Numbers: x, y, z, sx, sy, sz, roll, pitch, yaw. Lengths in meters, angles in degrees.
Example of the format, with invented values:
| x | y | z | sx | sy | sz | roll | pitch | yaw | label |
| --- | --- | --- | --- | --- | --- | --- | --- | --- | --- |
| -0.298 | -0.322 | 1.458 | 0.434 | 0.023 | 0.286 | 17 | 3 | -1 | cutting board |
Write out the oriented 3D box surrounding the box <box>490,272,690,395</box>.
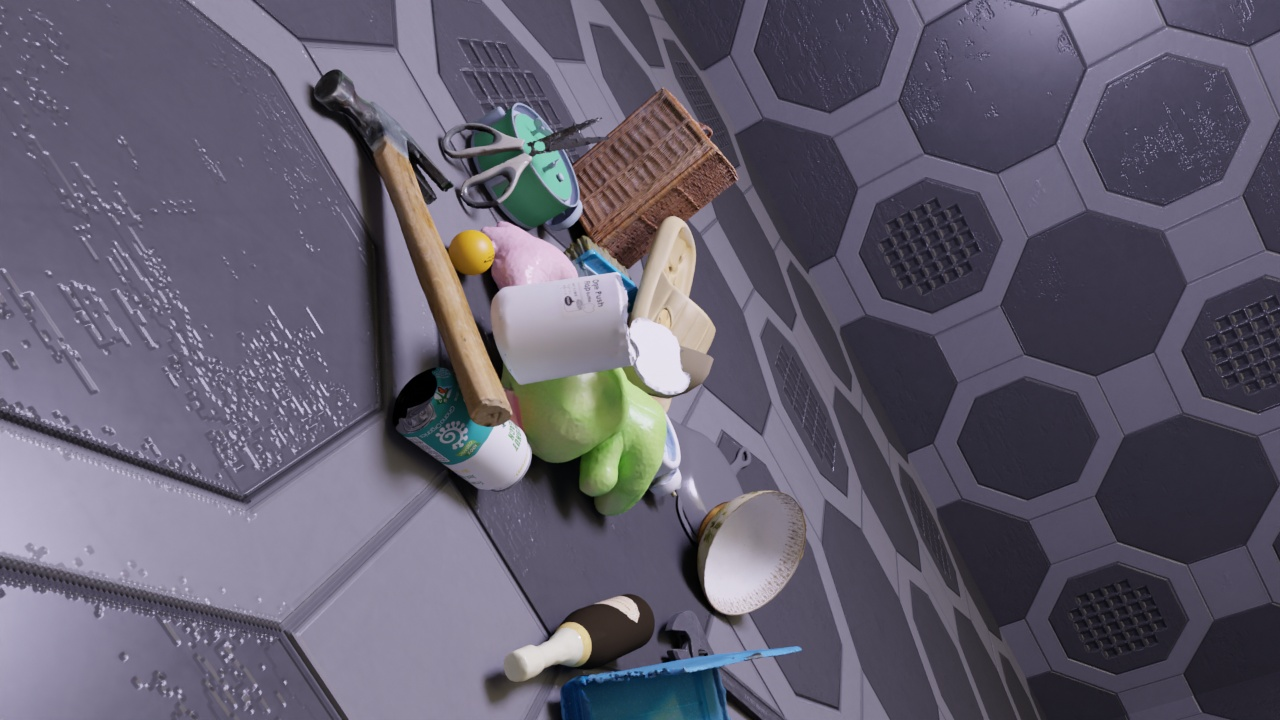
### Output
| x | y | z | sx | sy | sz | roll | pitch | yaw | label |
| --- | --- | --- | --- | --- | --- | --- | --- | --- | --- |
| -0.034 | -0.015 | 0.731 | 0.136 | 0.147 | 0.084 | 77 | 5 | -55 | box |

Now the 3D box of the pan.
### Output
| x | y | z | sx | sy | sz | roll | pitch | yaw | label |
| --- | --- | --- | --- | --- | --- | --- | --- | --- | --- |
| 0.111 | 0.156 | 1.179 | 0.216 | 0.024 | 0.353 | 64 | 19 | 1 | pan |

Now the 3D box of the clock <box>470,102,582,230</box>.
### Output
| x | y | z | sx | sy | sz | roll | pitch | yaw | label |
| --- | --- | --- | --- | --- | --- | --- | --- | --- | --- |
| -0.110 | -0.204 | 0.999 | 0.161 | 0.075 | 0.121 | 26 | 42 | -61 | clock |

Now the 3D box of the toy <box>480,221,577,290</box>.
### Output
| x | y | z | sx | sy | sz | roll | pitch | yaw | label |
| --- | --- | --- | --- | --- | --- | --- | --- | --- | --- |
| -0.115 | -0.096 | 0.883 | 0.096 | 0.053 | 0.098 | 47 | 37 | 10 | toy |

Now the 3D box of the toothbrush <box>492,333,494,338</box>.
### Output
| x | y | z | sx | sy | sz | roll | pitch | yaw | label |
| --- | --- | --- | --- | --- | --- | --- | --- | --- | --- |
| -0.099 | -0.054 | 0.900 | 0.185 | 0.022 | 0.024 | -54 | 145 | -63 | toothbrush |

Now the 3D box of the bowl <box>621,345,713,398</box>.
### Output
| x | y | z | sx | sy | sz | roll | pitch | yaw | label |
| --- | --- | --- | --- | --- | --- | --- | --- | --- | --- |
| -0.006 | 0.005 | 0.934 | 0.152 | 0.152 | 0.050 | 20 | 82 | -63 | bowl |

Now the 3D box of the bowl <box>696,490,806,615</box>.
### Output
| x | y | z | sx | sy | sz | roll | pitch | yaw | label |
| --- | --- | --- | --- | --- | --- | --- | --- | --- | --- |
| 0.108 | 0.200 | 1.010 | 0.063 | 0.145 | 0.145 | 27 | -16 | 51 | bowl |

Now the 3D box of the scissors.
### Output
| x | y | z | sx | sy | sz | roll | pitch | yaw | label |
| --- | --- | --- | --- | --- | --- | --- | --- | --- | --- |
| -0.114 | -0.199 | 0.906 | 0.013 | 0.165 | 0.150 | 113 | -8 | -72 | scissors |

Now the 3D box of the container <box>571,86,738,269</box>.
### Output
| x | y | z | sx | sy | sz | roll | pitch | yaw | label |
| --- | --- | --- | --- | --- | --- | --- | --- | --- | --- |
| 0.007 | -0.224 | 1.139 | 0.112 | 0.199 | 0.113 | 57 | 13 | 17 | container |

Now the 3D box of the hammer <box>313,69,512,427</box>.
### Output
| x | y | z | sx | sy | sz | roll | pitch | yaw | label |
| --- | --- | --- | --- | --- | --- | --- | --- | --- | --- |
| -0.162 | -0.085 | 0.700 | 0.132 | 0.033 | 0.330 | 42 | 17 | -55 | hammer |

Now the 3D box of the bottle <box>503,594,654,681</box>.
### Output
| x | y | z | sx | sy | sz | roll | pitch | yaw | label |
| --- | --- | --- | --- | --- | --- | --- | --- | --- | --- |
| -0.045 | 0.209 | 0.682 | 0.184 | 0.045 | 0.045 | 13 | 53 | -65 | bottle |

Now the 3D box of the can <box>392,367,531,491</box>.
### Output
| x | y | z | sx | sy | sz | roll | pitch | yaw | label |
| --- | --- | --- | --- | --- | --- | --- | --- | --- | --- |
| -0.127 | 0.052 | 0.662 | 0.101 | 0.055 | 0.054 | 46 | 26 | -40 | can |

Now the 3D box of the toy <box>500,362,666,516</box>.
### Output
| x | y | z | sx | sy | sz | roll | pitch | yaw | label |
| --- | --- | --- | --- | --- | --- | --- | --- | --- | --- |
| -0.047 | 0.041 | 0.811 | 0.197 | 0.107 | 0.149 | 50 | 36 | -45 | toy |

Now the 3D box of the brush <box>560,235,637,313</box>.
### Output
| x | y | z | sx | sy | sz | roll | pitch | yaw | label |
| --- | --- | --- | --- | --- | --- | --- | --- | --- | --- |
| -0.040 | -0.079 | 1.046 | 0.135 | 0.055 | 0.075 | 33 | 31 | -55 | brush |

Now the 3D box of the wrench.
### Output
| x | y | z | sx | sy | sz | roll | pitch | yaw | label |
| --- | --- | --- | --- | --- | --- | --- | --- | --- | --- |
| 0.095 | 0.330 | 0.924 | 0.273 | 0.018 | 0.073 | 49 | 33 | -38 | wrench |

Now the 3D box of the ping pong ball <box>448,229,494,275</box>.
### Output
| x | y | z | sx | sy | sz | roll | pitch | yaw | label |
| --- | --- | --- | --- | --- | --- | --- | --- | --- | --- |
| -0.150 | -0.095 | 0.813 | 0.040 | 0.040 | 0.040 | 51 | 23 | -32 | ping pong ball |

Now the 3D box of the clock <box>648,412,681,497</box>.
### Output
| x | y | z | sx | sy | sz | roll | pitch | yaw | label |
| --- | --- | --- | --- | --- | --- | --- | --- | --- | --- |
| 0.009 | 0.092 | 0.966 | 0.125 | 0.052 | 0.088 | 50 | 22 | -41 | clock |

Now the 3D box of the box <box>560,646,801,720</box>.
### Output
| x | y | z | sx | sy | sz | roll | pitch | yaw | label |
| --- | --- | --- | --- | --- | --- | --- | --- | --- | --- |
| 0.048 | 0.277 | 0.714 | 0.231 | 0.112 | 0.094 | 24 | 52 | -58 | box |

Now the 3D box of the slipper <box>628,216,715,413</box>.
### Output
| x | y | z | sx | sy | sz | roll | pitch | yaw | label |
| --- | --- | --- | --- | --- | --- | --- | --- | --- | --- |
| 0.044 | -0.057 | 1.078 | 0.111 | 0.079 | 0.260 | 47 | 47 | -51 | slipper |
